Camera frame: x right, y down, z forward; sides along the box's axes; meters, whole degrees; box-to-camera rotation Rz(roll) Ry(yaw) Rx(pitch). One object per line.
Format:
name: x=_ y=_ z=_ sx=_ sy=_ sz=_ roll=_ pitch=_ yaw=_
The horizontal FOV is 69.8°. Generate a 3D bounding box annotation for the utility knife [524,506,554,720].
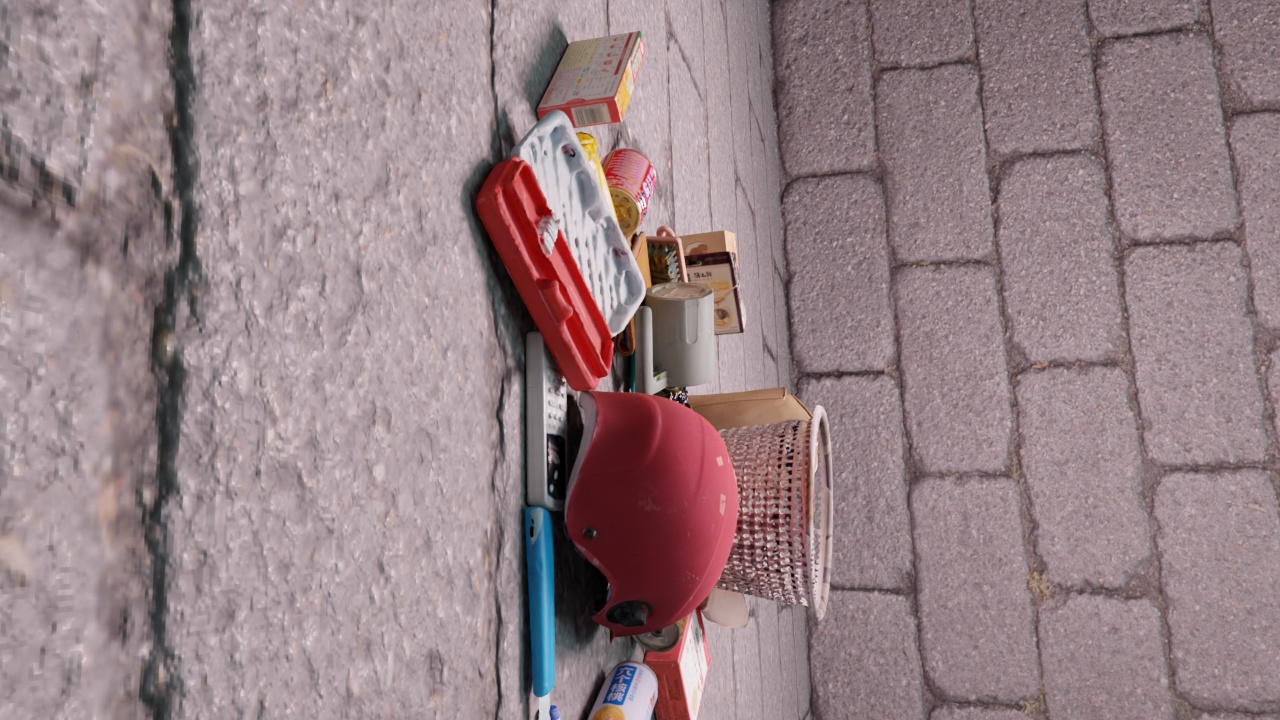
utility knife: x=-0.078 y=0.221 z=0.722 sx=0.034 sy=0.018 sz=0.208 roll=38 pitch=48 yaw=-73

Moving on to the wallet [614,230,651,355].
wallet: x=-0.011 y=-0.089 z=1.040 sx=0.130 sy=0.035 sz=0.119 roll=-72 pitch=156 yaw=-55

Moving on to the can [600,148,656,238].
can: x=-0.022 y=-0.174 z=0.963 sx=0.093 sy=0.066 sz=0.066 roll=-75 pitch=156 yaw=-53

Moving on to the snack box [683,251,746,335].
snack box: x=0.076 y=-0.093 z=1.222 sx=0.053 sy=0.113 sz=0.126 roll=-71 pitch=153 yaw=-59

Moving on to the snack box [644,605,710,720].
snack box: x=0.046 y=0.362 z=1.107 sx=0.126 sy=0.044 sz=0.113 roll=-62 pitch=144 yaw=-62

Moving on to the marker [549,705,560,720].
marker: x=-0.067 y=0.349 z=0.731 sx=0.017 sy=0.017 sz=0.146 roll=-3 pitch=89 yaw=-75

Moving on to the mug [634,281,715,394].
mug: x=0.034 y=-0.025 z=1.042 sx=0.123 sy=0.084 sz=0.103 roll=-26 pitch=122 yaw=-50

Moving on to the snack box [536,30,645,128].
snack box: x=-0.045 y=-0.271 z=0.884 sx=0.155 sy=0.077 sz=0.027 roll=-77 pitch=158 yaw=-48

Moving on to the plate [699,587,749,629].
plate: x=0.077 y=0.260 z=1.167 sx=0.164 sy=0.034 sz=0.164 roll=150 pitch=-73 yaw=-69

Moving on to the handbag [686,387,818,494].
handbag: x=0.123 y=0.107 z=1.182 sx=0.147 sy=0.204 sz=0.100 roll=-97 pitch=-176 yaw=-47

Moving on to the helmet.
helmet: x=0.019 y=0.144 z=0.843 sx=0.206 sy=0.144 sz=0.240 roll=-88 pitch=171 yaw=-56

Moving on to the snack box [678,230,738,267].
snack box: x=0.089 y=-0.144 z=1.327 sx=0.094 sy=0.093 sz=0.077 roll=-21 pitch=106 yaw=-75

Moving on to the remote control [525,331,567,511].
remote control: x=-0.077 y=0.051 z=0.773 sx=0.058 sy=0.021 sz=0.150 roll=33 pitch=53 yaw=-72

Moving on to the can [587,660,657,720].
can: x=-0.021 y=0.333 z=0.838 sx=0.134 sy=0.053 sz=0.053 roll=-49 pitch=133 yaw=-70

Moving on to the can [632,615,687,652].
can: x=0.031 y=0.266 z=1.050 sx=0.145 sy=0.058 sz=0.058 roll=-59 pitch=142 yaw=-66

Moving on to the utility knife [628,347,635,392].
utility knife: x=-0.006 y=0.006 z=1.077 sx=0.029 sy=0.013 sz=0.177 roll=62 pitch=24 yaw=-56

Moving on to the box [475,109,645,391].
box: x=-0.061 y=-0.091 z=0.777 sx=0.201 sy=0.050 sz=0.160 roll=65 pitch=32 yaw=-33

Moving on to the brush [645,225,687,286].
brush: x=0.033 y=-0.093 z=1.157 sx=0.072 sy=0.063 sz=0.146 roll=-62 pitch=147 yaw=-46

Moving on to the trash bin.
trash bin: x=0.105 y=0.162 z=1.001 sx=0.227 sy=0.192 sz=0.227 roll=0 pitch=89 yaw=-73

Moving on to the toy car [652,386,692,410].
toy car: x=0.024 y=0.081 z=1.105 sx=0.070 sy=0.042 sz=0.157 roll=68 pitch=36 yaw=-47

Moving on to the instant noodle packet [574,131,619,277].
instant noodle packet: x=-0.058 y=-0.144 z=0.864 sx=0.110 sy=0.044 sz=0.128 roll=-63 pitch=143 yaw=-61
